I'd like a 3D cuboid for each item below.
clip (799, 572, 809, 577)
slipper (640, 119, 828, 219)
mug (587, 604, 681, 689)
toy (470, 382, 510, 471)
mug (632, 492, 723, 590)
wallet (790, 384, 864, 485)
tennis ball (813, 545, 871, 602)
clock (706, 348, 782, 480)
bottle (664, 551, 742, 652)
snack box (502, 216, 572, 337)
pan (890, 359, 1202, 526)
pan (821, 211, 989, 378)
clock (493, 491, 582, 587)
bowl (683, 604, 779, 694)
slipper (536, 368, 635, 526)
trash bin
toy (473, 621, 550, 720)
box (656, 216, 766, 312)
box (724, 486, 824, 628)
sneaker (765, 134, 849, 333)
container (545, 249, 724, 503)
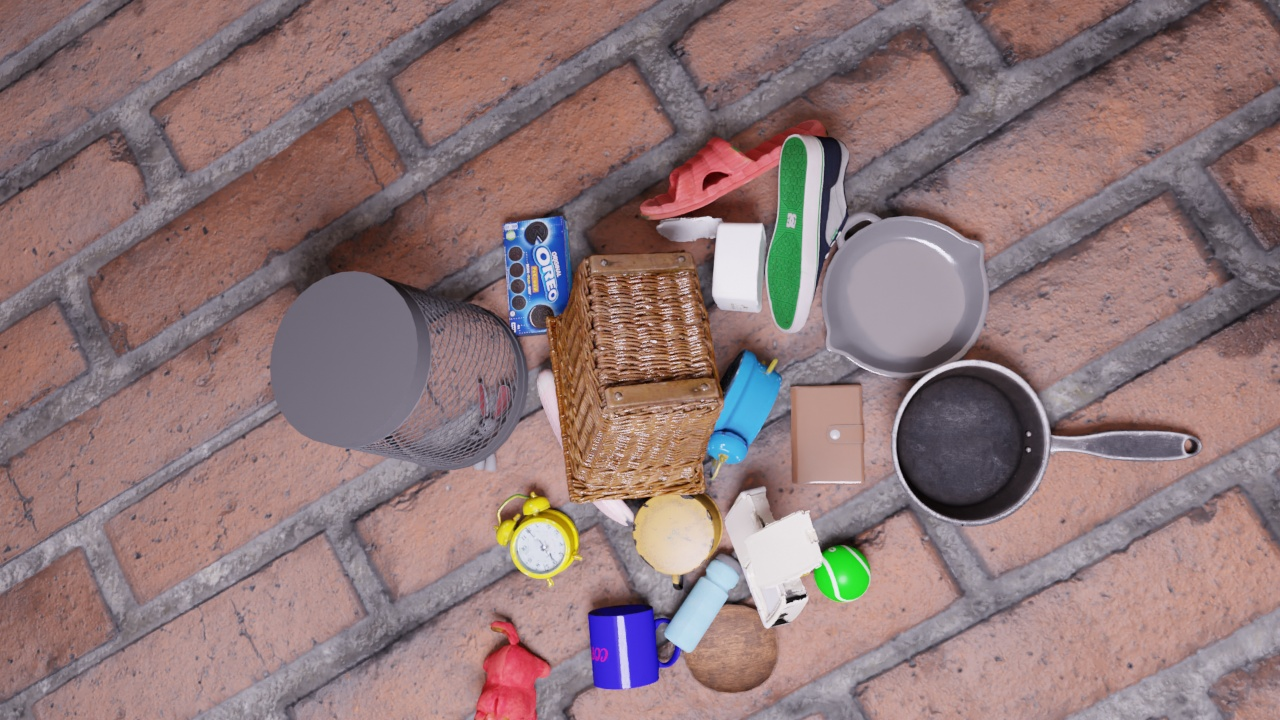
[{"bbox_3d":[0.174,0.247,1.108,0.054,0.044,0.049,-24,40,8],"label":"clip"},{"bbox_3d":[0.106,-0.245,1.119,0.249,0.103,0.059,-27,109,-1],"label":"slipper"},{"bbox_3d":[-0.005,0.341,1.104,0.111,0.079,0.083,-3,84,-15],"label":"mug"},{"bbox_3d":[-0.194,0.086,1.178,0.049,0.030,0.111,5,84,15],"label":"toy"},{"bbox_3d":[0.045,0.213,1.092,0.100,0.094,0.123,-1,85,9],"label":"mug"},{"bbox_3d":[0.227,0.090,1.114,0.087,0.013,0.121,-1,85,10],"label":"wallet"},{"bbox_3d":[0.236,0.249,1.071,0.065,0.065,0.065,-1,85,9],"label":"tennis ball"},{"bbox_3d":[0.111,0.065,1.088,0.060,0.117,0.161,25,90,-1],"label":"clock"},{"bbox_3d":[0.079,0.283,1.095,0.040,0.040,0.129,34,74,11],"label":"bottle"},{"bbox_3d":[-0.130,-0.108,1.186,0.082,0.027,0.150,-7,84,9],"label":"snack box"},{"bbox_3d":[0.457,0.094,1.047,0.356,0.055,0.187,1,90,-6],"label":"pan"},{"bbox_3d":[0.350,-0.024,1.097,0.216,0.024,0.354,-34,86,6],"label":"pan"},{"bbox_3d":[-0.129,0.219,1.140,0.083,0.057,0.118,-42,86,4],"label":"clock"},{"bbox_3d":[0.110,0.347,1.101,0.114,0.026,0.101,-5,70,12],"label":"bowl"},{"bbox_3d":[-0.066,0.105,1.124,0.055,0.107,0.221,-28,74,-11],"label":"slipper"},{"bbox_3d":[-0.281,0.014,1.080,0.218,0.227,0.217,-3,80,19],"label":"trash bin"},{"bbox_3d":[-0.160,0.385,1.113,0.088,0.094,0.133,-4,82,9],"label":"toy"},{"bbox_3d":[0.082,-0.125,1.111,0.136,0.109,0.121,3,85,9],"label":"box"},{"bbox_3d":[0.129,0.205,1.013,0.070,0.187,0.143,-11,57,-15],"label":"box"},{"bbox_3d":[0.206,-0.147,1.092,0.079,0.084,0.235,-4,109,-24],"label":"sneaker"},{"bbox_3d":[-0.006,0.006,1.021,0.162,0.184,0.249,-3,61,-13],"label":"container"}]
